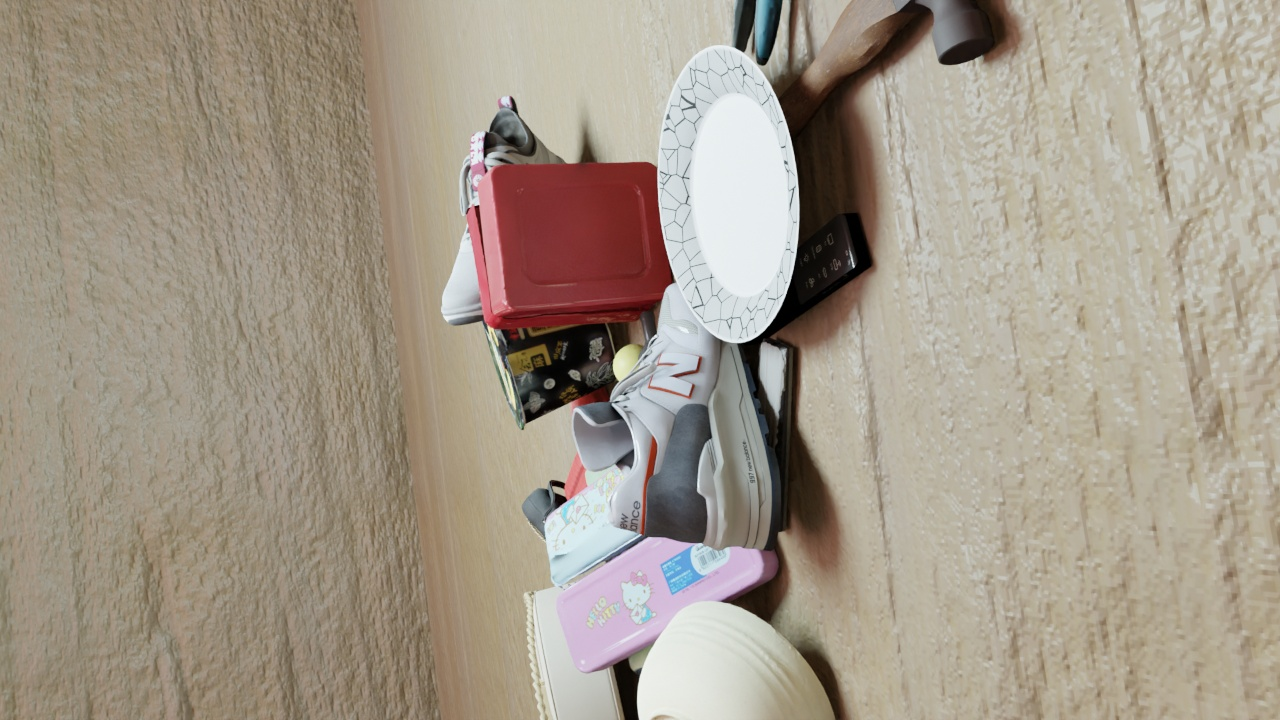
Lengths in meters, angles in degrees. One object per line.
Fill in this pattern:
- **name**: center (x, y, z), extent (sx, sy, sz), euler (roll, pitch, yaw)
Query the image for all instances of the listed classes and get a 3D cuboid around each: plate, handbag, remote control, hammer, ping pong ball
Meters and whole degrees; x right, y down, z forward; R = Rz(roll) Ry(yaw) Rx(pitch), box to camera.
- **plate**: center (0.058, -0.107, 0.601), extent (0.189, 0.016, 0.188), euler (170, 90, -68)
- **handbag**: center (-0.072, 0.178, 0.982), extent (0.054, 0.128, 0.079), euler (-48, 55, 5)
- **remote control**: center (0.099, -0.048, 0.594), extent (0.150, 0.013, 0.034), euler (138, 123, -64)
- **hammer**: center (0.094, -0.155, 0.557), extent (0.324, 0.033, 0.115), euler (137, 122, -65)
- **ping pong ball**: center (-0.005, 0.005, 0.836), extent (0.040, 0.040, 0.040), euler (173, 90, -69)
- **handbag**: center (-0.054, 0.338, 0.958), extent (0.209, 0.103, 0.210), euler (148, 109, -83)
- **remote control**: center (0.093, 0.054, 0.639), extent (0.033, 0.013, 0.137), euler (-146, 54, -63)

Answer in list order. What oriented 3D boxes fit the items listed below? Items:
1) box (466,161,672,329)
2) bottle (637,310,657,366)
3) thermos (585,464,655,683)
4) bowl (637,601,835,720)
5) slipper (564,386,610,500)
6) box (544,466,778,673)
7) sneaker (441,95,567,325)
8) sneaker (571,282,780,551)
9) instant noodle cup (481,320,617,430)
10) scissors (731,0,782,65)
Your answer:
- **box**: center (-0.059, -0.100, 0.792), extent (0.111, 0.157, 0.134), euler (-32, 67, 61)
- **bottle**: center (0.015, 0.012, 0.801), extent (0.030, 0.030, 0.113), euler (145, 116, -66)
- **thermos**: center (0.013, 0.196, 0.790), extent (0.083, 0.082, 0.231), euler (123, 137, -58)
- **bowl**: center (0.052, 0.252, 0.635), extent (0.151, 0.075, 0.151), euler (21, 123, 36)
- **slipper**: center (-0.046, 0.114, 0.941), extent (0.104, 0.059, 0.248), euler (111, 149, -44)
- **box**: center (0.004, 0.147, 0.740), extent (0.215, 0.035, 0.150), euler (-38, 54, 31)
- **sneaker**: center (-0.136, -0.145, 0.881), extent (0.129, 0.097, 0.262), euler (57, -145, -34)
- **sneaker**: center (0.012, 0.033, 0.654), extent (0.089, 0.124, 0.239), euler (97, 163, -45)
- **instant noodle cup**: center (-0.091, -0.013, 0.927), extent (0.137, 0.112, 0.137), euler (160, 90, -78)
- **scissors**: center (0.080, -0.256, 0.577), extent (0.124, 0.019, 0.148), euler (140, 127, -70)
